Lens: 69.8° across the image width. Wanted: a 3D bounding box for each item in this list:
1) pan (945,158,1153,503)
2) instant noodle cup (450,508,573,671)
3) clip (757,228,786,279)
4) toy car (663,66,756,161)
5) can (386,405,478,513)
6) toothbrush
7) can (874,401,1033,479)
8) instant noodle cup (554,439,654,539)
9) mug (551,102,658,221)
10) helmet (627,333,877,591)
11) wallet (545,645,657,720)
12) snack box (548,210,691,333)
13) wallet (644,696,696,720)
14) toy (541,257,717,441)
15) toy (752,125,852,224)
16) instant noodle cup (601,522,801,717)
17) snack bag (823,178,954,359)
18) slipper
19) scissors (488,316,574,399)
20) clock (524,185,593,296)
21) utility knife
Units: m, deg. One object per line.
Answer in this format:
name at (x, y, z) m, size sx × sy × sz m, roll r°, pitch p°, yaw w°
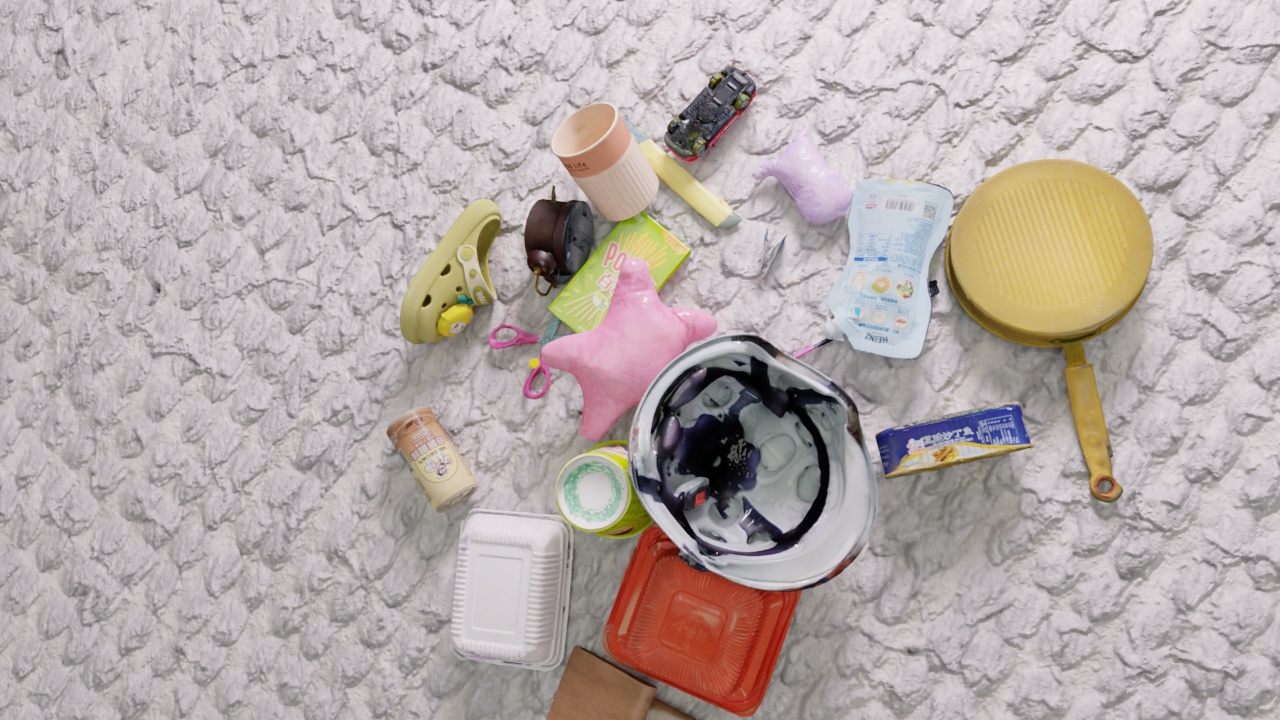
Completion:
pan at (0.436, -0.033, 0.940) m, size 0.198 × 0.078 × 0.357 m, roll -13°, pitch 75°, yaw 13°
instant noodle cup at (-0.151, 0.257, 1.024) m, size 0.138 × 0.060 × 0.173 m, roll 3°, pitch 86°, yaw 12°
clip at (0.143, -0.117, 1.021) m, size 0.045 × 0.027 × 0.058 m, roll 21°, pitch 89°, yaw 6°
toy car at (0.080, -0.276, 1.042) m, size 0.120 × 0.045 × 0.053 m, roll -45°, pitch 75°, yaw -1°
can at (-0.240, 0.113, 1.059) m, size 0.058 × 0.058 × 0.116 m, roll -37°, pitch 78°, yaw 6°
toothbrush at (0.238, -0.037, 0.998) m, size 0.189 × 0.014 × 0.018 m, roll -29°, pitch 88°, yaw 8°
can at (0.318, 0.082, 0.936) m, size 0.148 × 0.074 × 0.049 m, roll -14°, pitch 77°, yaw 9°
instant noodle cup at (-0.038, 0.139, 0.979) m, size 0.112 × 0.123 × 0.111 m, roll -1°, pitch 83°, yaw 12°
mug at (-0.043, -0.226, 1.028) m, size 0.081 × 0.106 × 0.114 m, roll -38°, pitch 42°, yaw 1°
helmet at (0.102, 0.106, 0.938) m, size 0.258 × 0.146 × 0.229 m, roll 39°, pitch 81°, yaw -6°
wallet at (-0.045, 0.375, 0.985) m, size 0.115 × 0.020 × 0.101 m, roll 17°, pitch 81°, yaw 38°
snack box at (-0.024, -0.091, 1.048) m, size 0.086 × 0.026 × 0.156 m, roll 41°, pitch 91°, yaw 8°
wallet at (0.029, 0.418, 0.982) m, size 0.115 × 0.033 × 0.090 m, roll 24°, pitch 88°, yaw 10°
toy at (-0.006, 0.006, 1.002) m, size 0.178 × 0.074 × 0.194 m, roll 41°, pitch 92°, yaw -13°
toy at (0.185, -0.197, 1.014) m, size 0.084 × 0.039 × 0.108 m, roll -39°, pitch 77°, yaw 6°
instant noodle cup at (0.058, 0.273, 0.967) m, size 0.189 × 0.079 × 0.164 m, roll 18°, pitch 88°, yaw 14°
snack bag at (0.263, -0.098, 0.978) m, size 0.110 × 0.039 × 0.191 m, roll 12°, pitch 82°, yaw 17°
slipper at (-0.205, -0.095, 1.062) m, size 0.081 × 0.091 × 0.190 m, roll 30°, pitch 87°, yaw 11°
scissors at (-0.118, -0.023, 1.072) m, size 0.131 × 0.017 × 0.133 m, roll 24°, pitch 84°, yaw 12°
clock at (-0.096, -0.132, 1.045) m, size 0.055 × 0.082 × 0.122 m, roll 12°, pitch 85°, yaw 17°
utility knife at (0.041, -0.215, 1.057) m, size 0.188 × 0.020 × 0.031 m, roll 44°, pitch 90°, yaw 7°
